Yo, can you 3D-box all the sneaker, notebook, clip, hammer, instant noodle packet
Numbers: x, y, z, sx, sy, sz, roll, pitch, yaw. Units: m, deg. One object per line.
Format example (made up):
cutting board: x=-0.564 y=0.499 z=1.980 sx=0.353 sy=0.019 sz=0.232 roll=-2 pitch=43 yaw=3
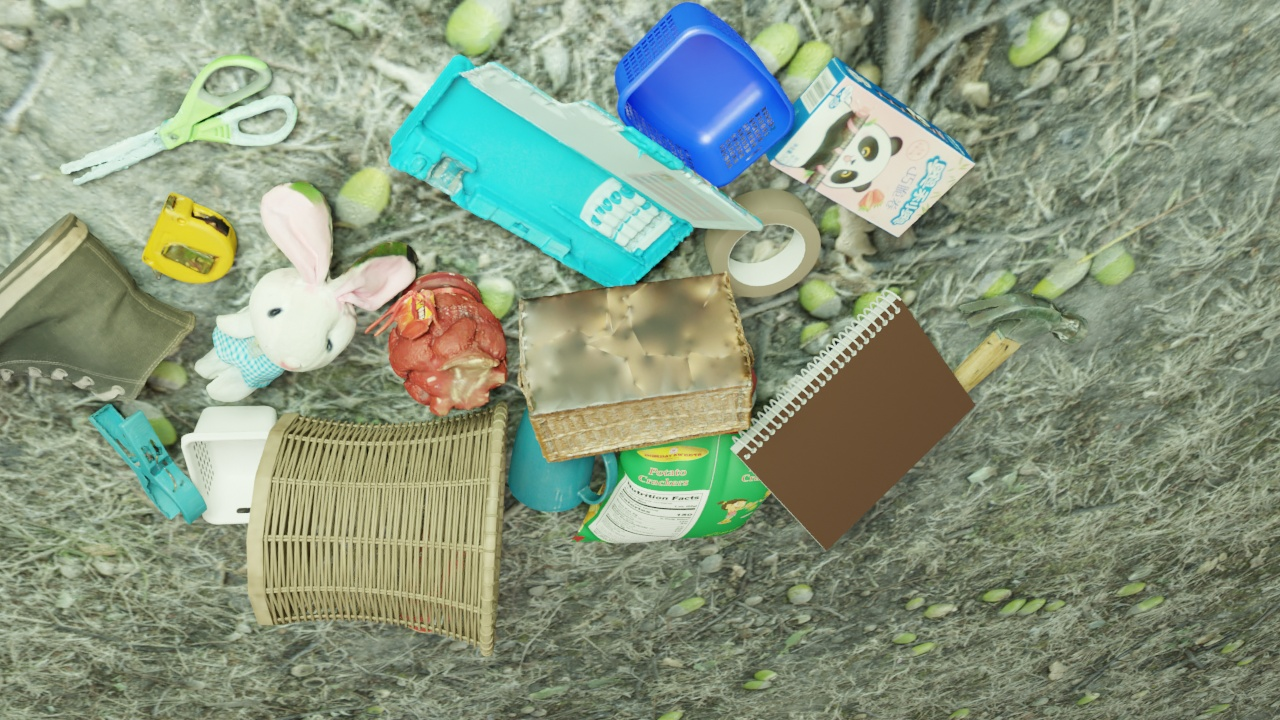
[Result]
sneaker: x=-0.460 y=0.000 z=0.702 sx=0.235 sy=0.095 sz=0.120 roll=-37 pitch=123 yaw=12
notebook: x=0.207 y=0.060 z=0.883 sx=0.209 sy=0.022 sz=0.171 roll=-44 pitch=118 yaw=-1
clip: x=-0.420 y=0.094 z=0.805 sx=0.113 sy=0.028 sz=0.127 roll=15 pitch=133 yaw=32
hammer: x=0.309 y=0.051 z=0.981 sx=0.132 sy=0.033 sz=0.331 roll=15 pitch=130 yaw=-29
instant noodle packet: x=0.050 y=0.130 z=0.953 sx=0.195 sy=0.090 sz=0.253 roll=-1 pitch=146 yaw=-19

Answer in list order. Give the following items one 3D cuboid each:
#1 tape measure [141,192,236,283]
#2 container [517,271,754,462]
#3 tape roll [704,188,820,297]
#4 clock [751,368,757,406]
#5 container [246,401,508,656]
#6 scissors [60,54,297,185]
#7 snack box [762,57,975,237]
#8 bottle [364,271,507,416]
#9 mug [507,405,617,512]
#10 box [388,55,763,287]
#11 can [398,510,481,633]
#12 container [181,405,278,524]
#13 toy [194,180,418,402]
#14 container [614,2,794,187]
tape measure: x=-0.337 y=-0.085 z=0.691 sx=0.059 sy=0.030 sz=0.068 roll=24 pitch=126 yaw=-30
container: x=-0.005 y=0.004 z=0.772 sx=0.198 sy=0.113 sz=0.113 roll=-9 pitch=159 yaw=0
tape roll: x=0.103 y=-0.098 z=0.778 sx=0.093 sy=0.030 sz=0.094 roll=-7 pitch=136 yaw=-6
clock: x=0.066 y=0.020 z=0.882 sx=0.087 sy=0.044 sz=0.125 roll=-12 pitch=137 yaw=-1
container: x=-0.225 y=0.146 z=0.829 sx=0.196 sy=0.226 sz=0.227 roll=3 pitch=135 yaw=-7
scissors: x=-0.325 y=-0.160 z=0.631 sx=0.175 sy=0.033 sz=0.072 roll=-21 pitch=140 yaw=4
snack box: x=0.181 y=-0.164 z=0.727 sx=0.154 sy=0.033 sz=0.088 roll=21 pitch=128 yaw=-30
bottle: x=-0.160 y=-0.015 z=0.741 sx=0.099 sy=0.111 sz=0.099 roll=-12 pitch=139 yaw=-10
mug: x=-0.069 y=0.088 z=0.880 sx=0.084 sy=0.112 sz=0.104 roll=-34 pitch=146 yaw=-45
box: x=-0.043 y=-0.141 z=0.671 sx=0.227 sy=0.073 sz=0.181 roll=27 pitch=148 yaw=-34
can: x=-0.224 y=0.235 z=1.021 sx=0.067 sy=0.067 sz=0.171 roll=8 pitch=133 yaw=-21
container: x=-0.370 y=0.095 z=0.854 sx=0.080 sy=0.049 sz=0.129 roll=0 pitch=135 yaw=-13
toy: x=-0.283 y=-0.026 z=0.713 sx=0.206 sy=0.105 sz=0.131 roll=-37 pitch=129 yaw=21
container: x=0.042 y=-0.189 z=0.650 sx=0.096 sy=0.058 sz=0.114 roll=-38 pitch=131 yaw=25
